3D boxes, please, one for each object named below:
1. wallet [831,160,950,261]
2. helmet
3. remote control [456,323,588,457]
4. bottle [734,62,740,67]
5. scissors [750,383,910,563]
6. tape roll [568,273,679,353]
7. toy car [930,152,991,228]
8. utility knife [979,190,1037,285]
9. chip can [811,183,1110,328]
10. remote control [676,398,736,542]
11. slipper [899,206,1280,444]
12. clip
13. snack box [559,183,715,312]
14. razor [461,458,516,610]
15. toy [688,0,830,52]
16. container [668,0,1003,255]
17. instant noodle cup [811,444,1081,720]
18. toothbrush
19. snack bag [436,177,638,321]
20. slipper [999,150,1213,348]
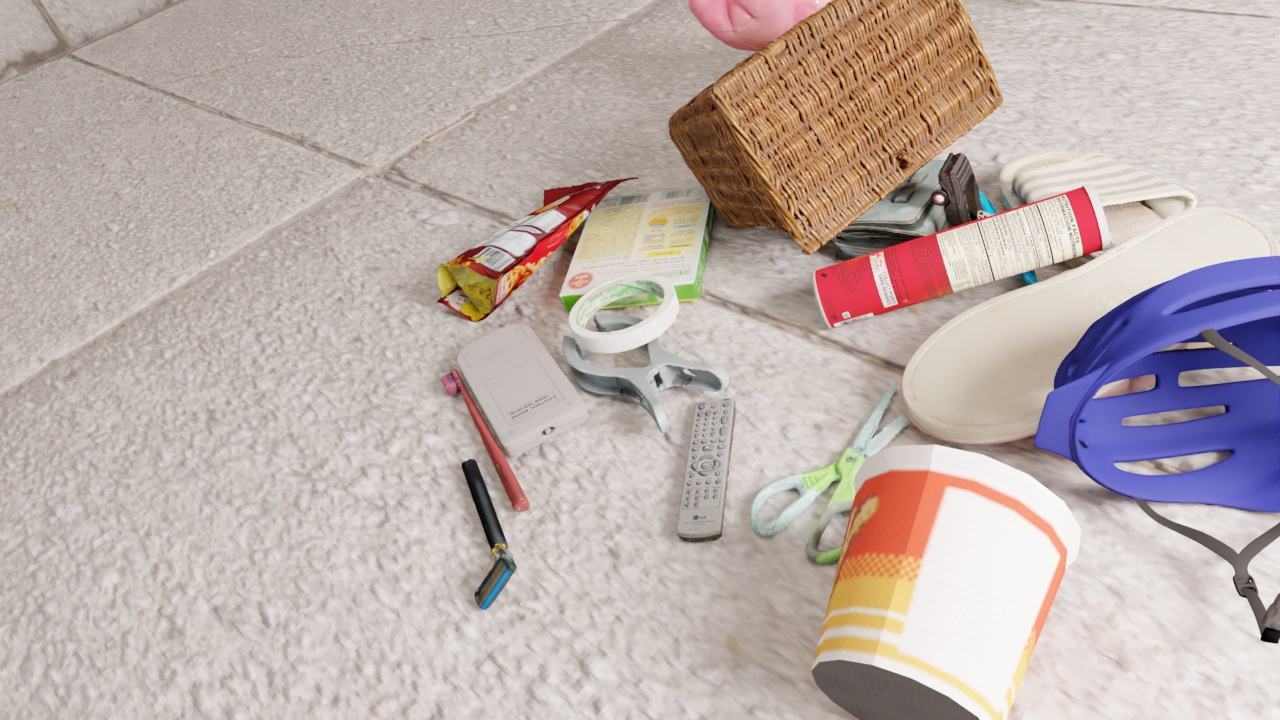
[{"bbox_3d":[0.237,-0.138,0.834,0.100,0.054,0.131,12,42,29],"label":"wallet"},{"bbox_3d":[0.348,0.044,0.497,0.241,0.148,0.227,-2,39,3],"label":"helmet"},{"bbox_3d":[-0.105,0.021,0.788,0.074,0.019,0.151,-27,41,-12],"label":"remote control"},{"bbox_3d":[0.188,-0.300,1.021,0.164,0.071,0.070,5,44,24],"label":"bottle"},{"bbox_3d":[0.156,0.075,0.640,0.174,0.032,0.093,-40,42,-20],"label":"scissors"},{"bbox_3d":[-0.014,-0.041,0.784,0.094,0.018,0.093,-14,35,10],"label":"tape roll"},{"bbox_3d":[0.272,-0.127,0.769,0.037,0.092,0.040,1,41,39],"label":"toy car"},{"bbox_3d":[0.314,-0.095,0.774,0.015,0.031,0.185,-40,33,29],"label":"utility knife"},{"bbox_3d":[0.245,-0.079,0.721,0.215,0.052,0.051,-17,37,20],"label":"chip can"},{"bbox_3d":[0.049,0.076,0.672,0.033,0.013,0.136,-6,40,16],"label":"remote control"},{"bbox_3d":[0.314,-0.018,0.650,0.274,0.054,0.114,-27,51,3],"label":"slipper"},{"bbox_3d":[-0.019,0.015,0.752,0.114,0.028,0.163,-37,38,-22],"label":"clip"},{"bbox_3d":[0.002,-0.113,0.901,0.132,0.027,0.167,-4,41,17],"label":"snack box"},{"bbox_3d":[-0.112,0.119,0.676,0.043,0.022,0.144,-54,32,17],"label":"razor"},{"bbox_3d":[0.164,-0.380,1.055,0.142,0.084,0.212,2,-5,45],"label":"toy"},{"bbox_3d":[0.160,-0.229,0.844,0.249,0.162,0.183,-38,16,-14],"label":"container"},{"bbox_3d":[0.158,0.132,0.495,0.123,0.123,0.120,11,54,30],"label":"instant noodle cup"},{"bbox_3d":[-0.131,0.061,0.753,0.016,0.016,0.190,-30,41,-9],"label":"toothbrush"},{"bbox_3d":[-0.110,-0.129,0.918,0.139,0.066,0.207,-8,34,47],"label":"snack bag"},{"bbox_3d":[0.388,-0.105,0.740,0.114,0.054,0.272,-16,41,-5],"label":"slipper"}]
